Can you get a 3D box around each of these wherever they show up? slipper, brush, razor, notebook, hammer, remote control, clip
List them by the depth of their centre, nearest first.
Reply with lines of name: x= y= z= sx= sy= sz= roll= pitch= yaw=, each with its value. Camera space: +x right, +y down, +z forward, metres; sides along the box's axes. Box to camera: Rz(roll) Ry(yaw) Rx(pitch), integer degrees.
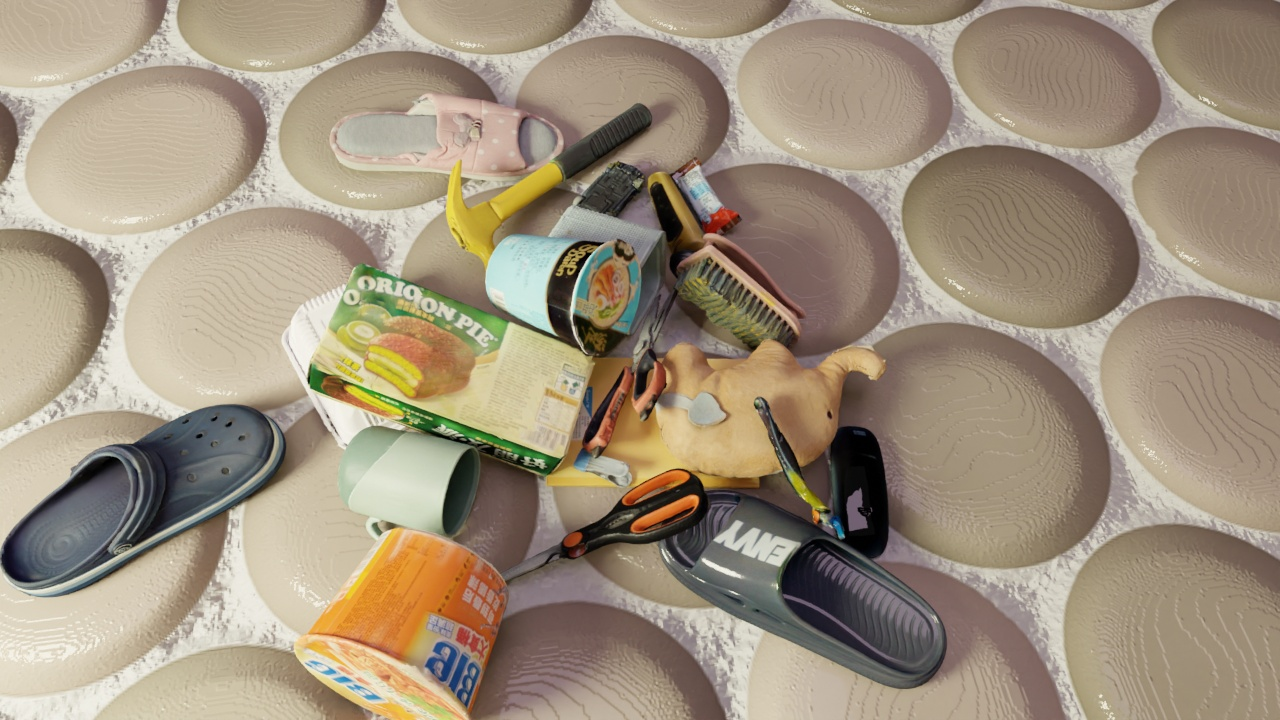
slipper: x=0.146 y=0.185 z=0.799 sx=0.268 sy=0.083 sz=0.110 roll=27 pitch=60 yaw=13
razor: x=0.136 y=0.096 z=0.812 sx=0.022 sy=0.042 sz=0.142 roll=-31 pitch=84 yaw=7
slipper: x=-0.451 y=0.110 z=0.820 sx=0.252 sy=0.095 sz=0.105 roll=-33 pitch=68 yaw=-16
clip: x=-0.035 y=0.102 z=0.872 sx=0.057 sy=0.028 sz=0.024 roll=18 pitch=59 yaw=18
remote control: x=0.209 y=0.120 z=0.873 sx=0.053 sy=0.024 sz=0.136 roll=3 pitch=59 yaw=-1
notebook: x=0.012 y=0.059 z=0.912 sx=0.206 sy=0.010 sz=0.145 roll=0 pitch=59 yaw=-2
brush: x=0.109 y=-0.064 z=0.938 sx=0.145 sy=0.063 sz=0.072 roll=36 pitch=63 yaw=-16
razor: x=0.044 y=-0.145 z=1.013 sx=0.067 sy=0.062 sz=0.167 roll=7 pitch=48 yaw=-36
hammer: x=-0.096 y=-0.216 z=1.047 sx=0.299 sy=0.033 sz=0.129 roll=-40 pitch=99 yaw=-29
slipper: x=-0.226 y=-0.265 z=1.076 sx=0.274 sy=0.054 sz=0.114 roll=2 pitch=58 yaw=-2

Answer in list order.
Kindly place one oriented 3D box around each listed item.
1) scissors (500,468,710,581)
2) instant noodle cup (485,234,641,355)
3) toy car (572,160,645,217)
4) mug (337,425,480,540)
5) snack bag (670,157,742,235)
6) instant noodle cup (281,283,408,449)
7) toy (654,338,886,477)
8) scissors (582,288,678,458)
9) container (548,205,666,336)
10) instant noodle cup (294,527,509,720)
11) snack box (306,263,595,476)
scissors: x=-0.048 y=0.157 z=0.836 sx=0.235 sy=0.022 sz=0.124 roll=-16 pitch=27 yaw=16
instant noodle cup: x=-0.078 y=-0.073 z=0.872 sx=0.120 sy=0.111 sz=0.111 roll=17 pitch=58 yaw=30
toy car: x=-0.037 y=-0.185 z=1.047 sx=0.049 sy=0.031 sz=0.105 roll=31 pitch=61 yaw=16
mug: x=-0.213 y=0.120 z=0.832 sx=0.106 sy=0.082 sz=0.112 roll=12 pitch=94 yaw=10
snack bag: x=0.072 y=-0.186 z=1.053 sx=0.048 sy=0.026 sz=0.104 roll=-35 pitch=62 yaw=5
instant noodle cup: x=-0.274 y=-0.010 z=0.918 sx=0.137 sy=0.060 sz=0.173 roll=-29 pitch=62 yaw=-18
toy: x=0.126 y=0.043 z=0.874 sx=0.226 sy=0.083 sz=0.143 roll=-4 pitch=72 yaw=-8
scissors: x=0.003 y=0.002 z=0.894 sx=0.015 sy=0.214 sz=0.197 roll=38 pitch=91 yaw=-18
container: x=-0.041 y=-0.098 z=0.963 sx=0.111 sy=0.090 sz=0.089 roll=22 pitch=60 yaw=15
instant noodle cup: x=-0.182 y=0.214 z=0.739 sx=0.151 sy=0.152 sz=0.111 roll=17 pitch=51 yaw=8
snack box: x=-0.171 y=0.011 z=0.851 sx=0.240 sy=0.063 sz=0.114 roll=21 pitch=59 yaw=-11
